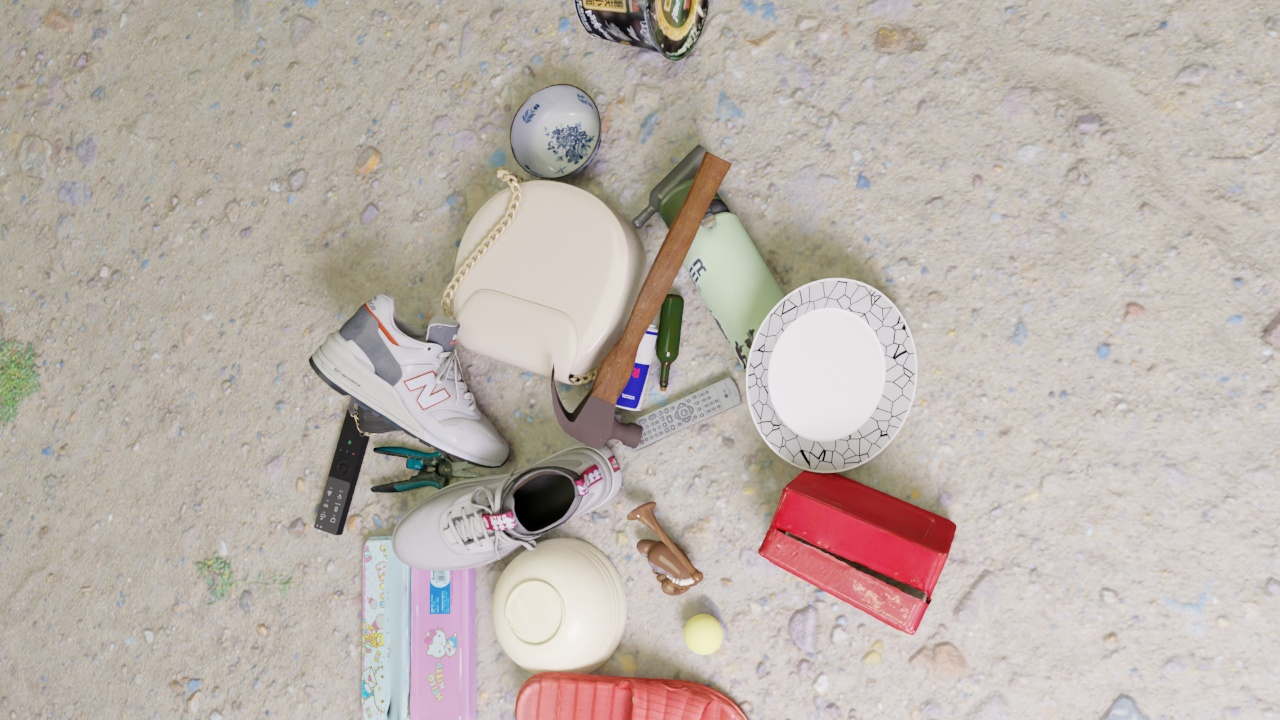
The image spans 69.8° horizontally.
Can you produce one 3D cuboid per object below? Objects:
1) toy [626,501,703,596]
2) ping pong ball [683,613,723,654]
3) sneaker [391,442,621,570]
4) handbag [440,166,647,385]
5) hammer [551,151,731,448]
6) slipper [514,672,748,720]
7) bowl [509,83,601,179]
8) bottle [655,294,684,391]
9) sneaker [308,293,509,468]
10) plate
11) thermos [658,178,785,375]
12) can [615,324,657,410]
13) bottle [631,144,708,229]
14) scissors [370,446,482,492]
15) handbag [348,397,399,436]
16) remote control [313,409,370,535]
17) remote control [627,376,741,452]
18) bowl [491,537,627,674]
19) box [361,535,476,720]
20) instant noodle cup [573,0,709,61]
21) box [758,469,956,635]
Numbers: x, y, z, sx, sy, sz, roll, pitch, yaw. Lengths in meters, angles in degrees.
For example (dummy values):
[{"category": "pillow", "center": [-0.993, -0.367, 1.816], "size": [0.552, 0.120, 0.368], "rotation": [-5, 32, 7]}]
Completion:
[{"category": "toy", "center": [0.025, 0.202, 0.955], "size": [0.102, 0.041, 0.055], "rotation": [46, 136, 29]}, {"category": "ping pong ball", "center": [0.064, 0.278, 0.930], "size": [0.040, 0.040, 0.040], "rotation": [-3, 80, 18]}, {"category": "sneaker", "center": [-0.150, 0.163, 0.958], "size": [0.263, 0.128, 0.096], "rotation": [-22, 88, 9]}, {"category": "handbag", "center": [-0.105, -0.092, 1.017], "size": [0.211, 0.103, 0.208], "rotation": [18, 91, 22]}, {"category": "hammer", "center": [0.006, -0.058, 0.936], "size": [0.115, 0.033, 0.323], "rotation": [23, 103, -13]}, {"category": "slipper", "center": [-0.007, 0.366, 0.908], "size": [0.249, 0.059, 0.103], "rotation": [9, 89, 6]}, {"category": "bowl", "center": [-0.091, -0.259, 1.069], "size": [0.114, 0.045, 0.114], "rotation": [-3, 80, 18]}, {"category": "bottle", "center": [0.030, -0.019, 0.999], "size": [0.025, 0.025, 0.106], "rotation": [4, 82, 19]}, {"category": "sneaker", "center": [-0.227, 0.015, 1.000], "size": [0.239, 0.089, 0.124], "rotation": [30, 98, -14]}, {"category": "plate", "center": [0.185, 0.015, 0.895], "size": [0.188, 0.016, 0.188], "rotation": [-2, 96, -19]}, {"category": "thermos", "center": [0.097, -0.085, 0.957], "size": [0.082, 0.082, 0.231], "rotation": [-31, 73, 11]}, {"category": "can", "center": [-0.006, 0.006, 0.995], "size": [0.032, 0.032, 0.095], "rotation": [14, 95, 20]}, {"category": "bottle", "center": [0.034, -0.189, 1.016], "size": [0.113, 0.030, 0.030], "rotation": [-45, 70, -1]}, {"category": "scissors", "center": [-0.258, 0.126, 1.076], "size": [0.148, 0.019, 0.123], "rotation": [39, 94, 18]}, {"category": "handbag", "center": [-0.284, 0.051, 1.079], "size": [0.129, 0.054, 0.079], "rotation": [-4, 85, 13]}, {"category": "remote control", "center": [-0.359, 0.135, 1.112], "size": [0.034, 0.013, 0.150], "rotation": [13, 86, 20]}, {"category": "remote control", "center": [0.044, 0.058, 0.987], "size": [0.137, 0.013, 0.033], "rotation": [-25, 74, 13]}, {"category": "bowl", "center": [-0.096, 0.264, 0.969], "size": [0.151, 0.075, 0.150], "rotation": [-3, 81, 18]}, {"category": "box", "center": [-0.256, 0.305, 1.042], "size": [0.151, 0.035, 0.214], "rotation": [-7, 79, 21]}, {"category": "instant noodle cup", "center": [-0.002, -0.413, 1.025], "size": [0.112, 0.137, 0.137], "rotation": [17, 87, 30]}, {"category": "box", "center": [0.205, 0.170, 0.855], "size": [0.157, 0.134, 0.110], "rotation": [25, 93, 19]}]
